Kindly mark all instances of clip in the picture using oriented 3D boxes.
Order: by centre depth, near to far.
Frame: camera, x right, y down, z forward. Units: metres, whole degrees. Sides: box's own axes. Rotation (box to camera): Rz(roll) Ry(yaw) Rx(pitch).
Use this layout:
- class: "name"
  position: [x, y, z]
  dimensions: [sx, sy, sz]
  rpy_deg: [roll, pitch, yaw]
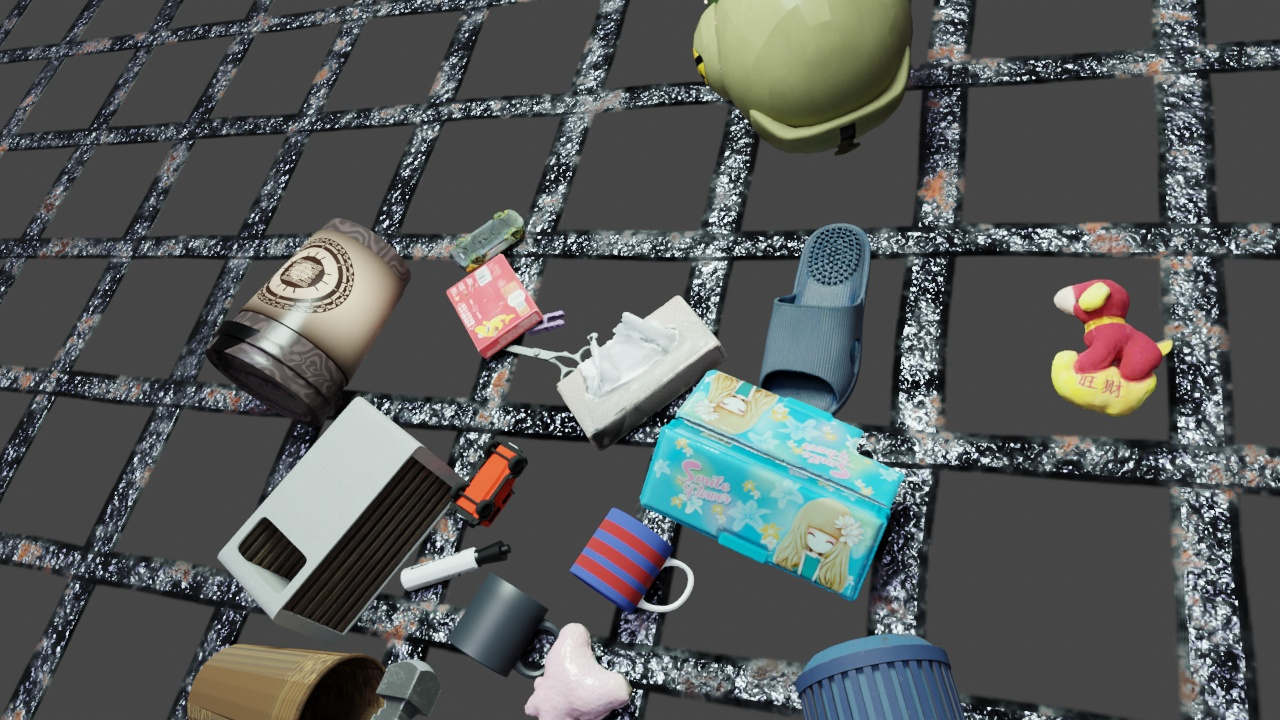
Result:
- class: "clip"
  position: [-0.117, -0.049, 1.136]
  dimensions: [0.053, 0.013, 0.037]
  rpy_deg: [-1, 62, 18]

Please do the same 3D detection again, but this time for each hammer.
- class: "hammer"
  position: [-0.129, 0.365, 0.839]
  dimensions: [0.323, 0.043, 0.155]
  rpy_deg: [-2, 47, 28]

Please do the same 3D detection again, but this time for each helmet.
- class: "helmet"
  position: [0.193, -0.346, 1.030]
  dimensions: [0.250, 0.256, 0.232]
  rpy_deg: [-21, 53, 10]

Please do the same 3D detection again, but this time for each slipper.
- class: "slipper"
  position: [0.191, -0.051, 0.979]
  dimensions: [0.101, 0.082, 0.263]
  rpy_deg: [9, 64, 22]

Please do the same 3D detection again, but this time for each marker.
- class: "marker"
  position: [-0.200, 0.223, 1.001]
  dimensions: [0.126, 0.025, 0.025]
  rpy_deg: [-19, 56, 10]

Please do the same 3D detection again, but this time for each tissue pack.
- class: "tissue pack"
  position: [-0.006, 0.006, 1.032]
  dimensions: [0.181, 0.071, 0.104]
  rpy_deg: [-37, 56, 2]

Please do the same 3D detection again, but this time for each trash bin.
- class: "trash bin"
  position: [0.207, 0.349, 0.707]
  dimensions: [0.139, 0.139, 0.249]
  rpy_deg: [-17, 55, 11]
- class: "trash bin"
  position: [-0.326, 0.177, 1.020]
  dimensions: [0.114, 0.114, 0.228]
  rpy_deg: [31, 75, 32]

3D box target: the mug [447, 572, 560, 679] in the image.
- class: "mug"
  position: [-0.129, 0.275, 0.924]
  dimensions: [0.105, 0.071, 0.077]
  rpy_deg: [31, 74, 4]

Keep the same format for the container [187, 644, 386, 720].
- class: "container"
  position: [-0.360, 0.352, 0.930]
  dimensions: [0.167, 0.132, 0.132]
  rpy_deg: [1, 62, 28]

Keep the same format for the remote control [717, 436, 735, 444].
- class: "remote control"
  position: [0.074, 0.105, 0.957]
  dimensions: [0.125, 0.038, 0.018]
  rpy_deg: [-43, 56, -7]

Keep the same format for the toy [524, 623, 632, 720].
- class: "toy"
  position: [-0.067, 0.315, 0.880]
  dimensions: [0.096, 0.053, 0.099]
  rpy_deg: [-44, 57, -5]

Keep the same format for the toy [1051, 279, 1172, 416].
- class: "toy"
  position: [0.447, -0.014, 0.874]
  dimensions: [0.106, 0.067, 0.137]
  rpy_deg: [-1, 69, 15]

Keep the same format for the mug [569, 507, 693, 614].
- class: "mug"
  position: [-0.004, 0.210, 0.913]
  dimensions: [0.112, 0.075, 0.076]
  rpy_deg: [34, 75, 5]

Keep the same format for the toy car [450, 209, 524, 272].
- class: "toy car"
  position: [-0.200, -0.156, 1.217]
  dimensions: [0.105, 0.033, 0.048]
  rpy_deg: [-37, 53, -8]

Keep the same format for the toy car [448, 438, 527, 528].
- class: "toy car"
  position: [-0.167, 0.139, 1.022]
  dimensions: [0.051, 0.049, 0.100]
  rpy_deg: [26, 73, 31]

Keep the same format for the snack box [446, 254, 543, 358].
- class: "snack box"
  position: [-0.186, -0.071, 1.159]
  dimensions: [0.089, 0.021, 0.133]
  rpy_deg: [-35, 48, -1]

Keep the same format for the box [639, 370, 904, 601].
- class: "box"
  position: [0.130, 0.108, 0.883]
  dimensions: [0.227, 0.083, 0.172]
  rpy_deg: [22, 77, 18]

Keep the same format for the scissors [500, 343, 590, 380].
- class: "scissors"
  position: [-0.108, -0.013, 1.110]
  dimensions: [0.172, 0.014, 0.090]
  rpy_deg: [34, 79, 29]

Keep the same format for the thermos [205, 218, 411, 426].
- class: "thermos"
  position: [-0.408, -0.054, 1.162]
  dimensions: [0.173, 0.173, 0.225]
  rpy_deg: [16, 61, 27]
